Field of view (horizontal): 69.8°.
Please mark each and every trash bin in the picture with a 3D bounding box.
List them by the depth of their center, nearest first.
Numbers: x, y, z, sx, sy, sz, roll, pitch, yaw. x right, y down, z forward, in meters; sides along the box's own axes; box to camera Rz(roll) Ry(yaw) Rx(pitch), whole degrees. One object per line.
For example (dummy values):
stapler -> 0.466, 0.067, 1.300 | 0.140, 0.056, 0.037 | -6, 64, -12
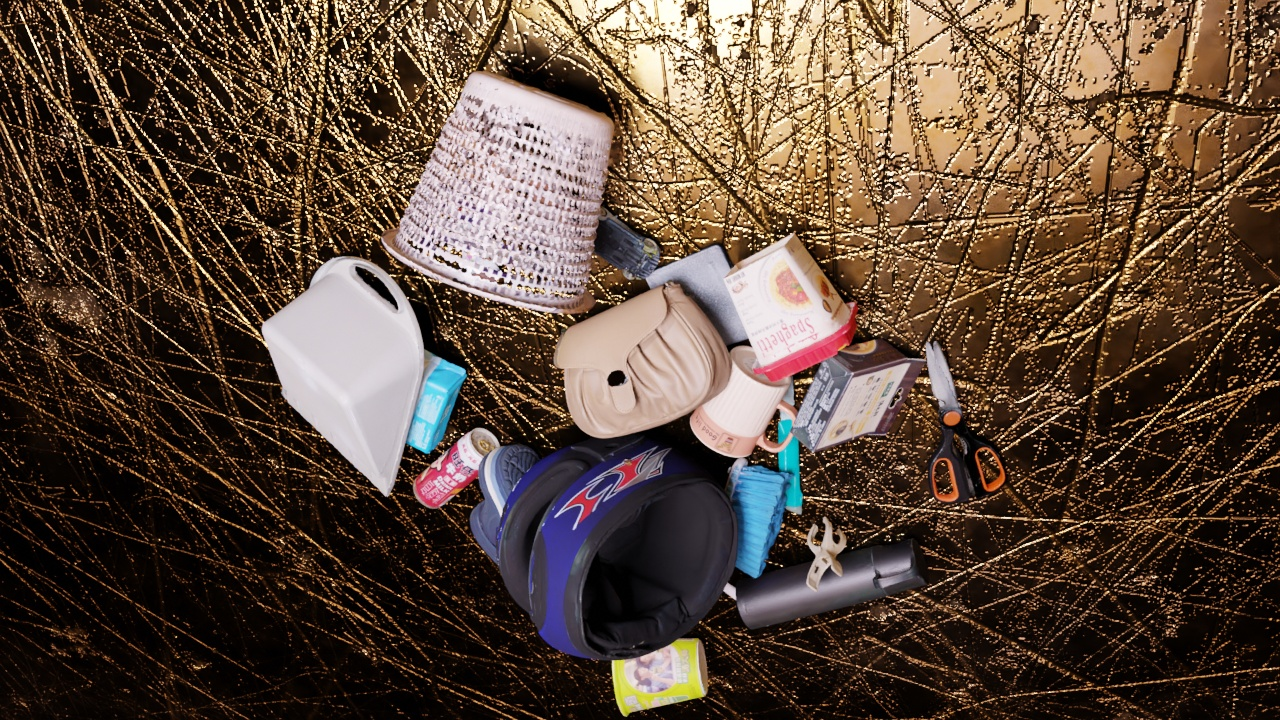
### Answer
trash bin -> -0.126, -0.176, 0.928 | 0.227, 0.227, 0.192 | 20, 105, 1

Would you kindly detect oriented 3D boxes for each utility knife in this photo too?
utility knife -> 0.184, 0.104, 1.128 | 0.029, 0.013, 0.220 | 2, 123, 15

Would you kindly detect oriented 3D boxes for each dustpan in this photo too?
dustpan -> -0.356, 0.005, 1.155 | 0.223, 0.142, 0.258 | 38, 152, 19

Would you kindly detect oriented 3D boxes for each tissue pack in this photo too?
tissue pack -> -0.284, 0.047, 1.179 | 0.090, 0.063, 0.140 | 27, 121, 2

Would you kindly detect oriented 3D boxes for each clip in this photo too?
clip -> 0.232, 0.243, 1.148 | 0.035, 0.100, 0.075 | 41, 120, -13

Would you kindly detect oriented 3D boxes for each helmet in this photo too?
helmet -> -0.051, 0.212, 1.082 | 0.241, 0.314, 0.247 | 8, 101, 39

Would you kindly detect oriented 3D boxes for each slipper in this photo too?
slipper -> -0.175, 0.211, 1.229 | 0.095, 0.104, 0.253 | -1, 126, 11

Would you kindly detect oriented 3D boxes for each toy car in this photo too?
toy car -> -0.027, -0.133, 1.027 | 0.105, 0.031, 0.049 | 34, 120, -6

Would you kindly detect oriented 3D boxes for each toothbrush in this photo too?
toothbrush -> 0.086, 0.292, 1.263 | 0.180, 0.016, 0.016 | 36, 124, -9

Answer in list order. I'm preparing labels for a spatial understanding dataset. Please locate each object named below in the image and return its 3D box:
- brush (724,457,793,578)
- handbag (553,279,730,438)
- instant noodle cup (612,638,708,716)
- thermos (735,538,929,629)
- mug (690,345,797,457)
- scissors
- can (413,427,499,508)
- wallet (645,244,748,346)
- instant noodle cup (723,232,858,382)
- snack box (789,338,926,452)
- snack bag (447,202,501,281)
brush -> 0.112, 0.259, 1.204 | 0.109, 0.060, 0.315 | 21, 119, 21
handbag -> -0.006, 0.006, 1.044 | 0.205, 0.099, 0.148 | -23, 90, 34
instant noodle cup -> 0.032, 0.449, 1.323 | 0.123, 0.111, 0.112 | -9, 118, 10
thermos -> 0.241, 0.289, 1.182 | 0.243, 0.089, 0.068 | -22, 82, 24
mug -> 0.130, 0.055, 1.067 | 0.114, 0.081, 0.106 | 32, 122, 10
scissors -> 0.373, 0.068, 1.054 | 0.139, 0.021, 0.235 | 1, 119, 2
can -> -0.248, 0.145, 1.235 | 0.053, 0.053, 0.133 | 43, 120, -13
wallet -> 0.073, -0.066, 1.052 | 0.097, 0.019, 0.121 | -20, 112, 22
instant noodle cup -> 0.157, -0.060, 0.985 | 0.117, 0.116, 0.124 | -28, 99, 27
snack box -> 0.243, 0.039, 1.029 | 0.053, 0.125, 0.113 | 44, 130, 34
snack bag -> -0.193, -0.138, 1.069 | 0.045, 0.026, 0.105 | -5, 121, 12
